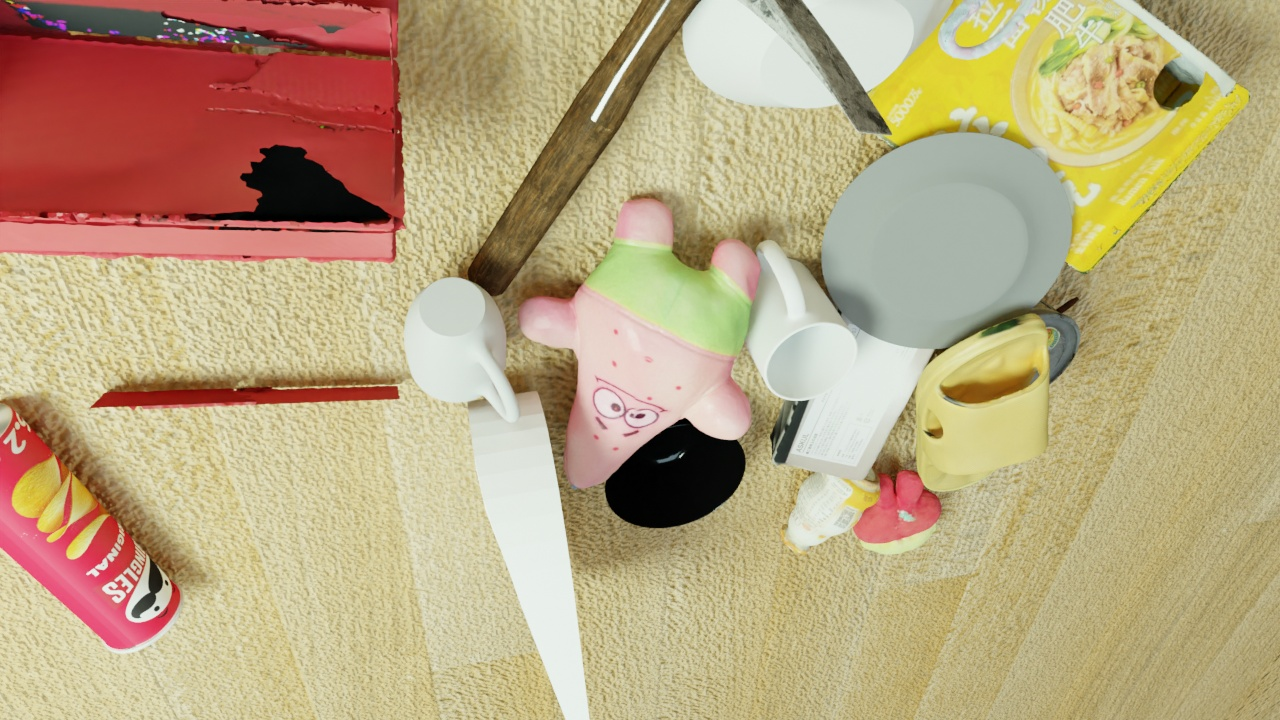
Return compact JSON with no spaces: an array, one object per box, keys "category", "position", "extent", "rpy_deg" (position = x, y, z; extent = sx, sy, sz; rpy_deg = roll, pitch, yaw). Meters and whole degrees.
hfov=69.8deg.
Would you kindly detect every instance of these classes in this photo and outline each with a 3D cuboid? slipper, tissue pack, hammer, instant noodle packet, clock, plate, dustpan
[{"category":"slipper","position":[0.288,0.061,0.778],"extent":[0.099,0.078,0.264],"rpy_deg":[-15,147,2]},{"category":"tissue pack","position":[0.186,0.018,0.796],"extent":[0.104,0.071,0.182],"rpy_deg":[11,123,-5]},{"category":"hammer","position":[-0.013,-0.116,0.560],"extent":[0.037,0.217,0.301],"rpy_deg":[-12,151,-47]},{"category":"instant noodle packet","position":[0.284,-0.185,0.655],"extent":[0.221,0.084,0.163],"rpy_deg":[26,116,-19]},{"category":"clock","position":[0.319,-0.009,0.811],"extent":[0.147,0.056,0.104],"rpy_deg":[-5,132,-15]},{"category":"plate","position":[0.115,-0.200,0.560],"extent":[0.174,0.036,0.174],"rpy_deg":[-9,156,-4]},{"category":"plate","position":[0.225,-0.080,0.676],"extent":[0.178,0.012,0.179],"rpy_deg":[3,125,4]},{"category":"dustpan","position":[-0.091,0.153,0.724],"extent":[0.053,0.191,0.258],"rpy_deg":[-9,113,-10]}]

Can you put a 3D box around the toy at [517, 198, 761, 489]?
[{"category":"toy","position":[-0.004,0.004,0.692],"extent":[0.192,0.096,0.237],"rpy_deg":[26,113,-2]}]

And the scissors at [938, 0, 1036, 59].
[{"category":"scissors","position":[0.220,-0.246,0.514],"extent":[0.170,0.013,0.176],"rpy_deg":[11,118,-20]}]

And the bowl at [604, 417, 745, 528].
[{"category":"bowl","position":[0.025,0.085,0.801],"extent":[0.124,0.052,0.124],"rpy_deg":[-8,130,-10]}]

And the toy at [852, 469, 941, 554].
[{"category":"toy","position":[0.260,0.155,0.933],"extent":[0.092,0.045,0.135],"rpy_deg":[-21,135,4]}]

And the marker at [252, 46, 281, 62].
[{"category":"marker","position":[-0.218,-0.209,0.516],"extent":[0.017,0.017,0.147],"rpy_deg":[-6,130,-12]}]

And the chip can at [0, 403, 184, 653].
[{"category":"chip can","position":[-0.436,0.132,0.693],"extent":[0.069,0.069,0.221],"rpy_deg":[-18,130,-2]}]

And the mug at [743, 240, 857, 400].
[{"category":"mug","position":[0.112,-0.039,0.702],"extent":[0.074,0.090,0.111],"rpy_deg":[-20,131,0]}]

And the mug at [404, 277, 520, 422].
[{"category":"mug","position":[-0.117,-0.005,0.633],"extent":[0.071,0.107,0.090],"rpy_deg":[-36,168,-20]}]

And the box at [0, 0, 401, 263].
[{"category":"box","position":[-0.210,-0.212,0.400],"extent":[0.212,0.148,0.376],"rpy_deg":[1,132,-16]}]

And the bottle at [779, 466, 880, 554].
[{"category":"bottle","position":[0.180,0.140,0.885],"extent":[0.063,0.063,0.109],"rpy_deg":[20,120,-29]}]
